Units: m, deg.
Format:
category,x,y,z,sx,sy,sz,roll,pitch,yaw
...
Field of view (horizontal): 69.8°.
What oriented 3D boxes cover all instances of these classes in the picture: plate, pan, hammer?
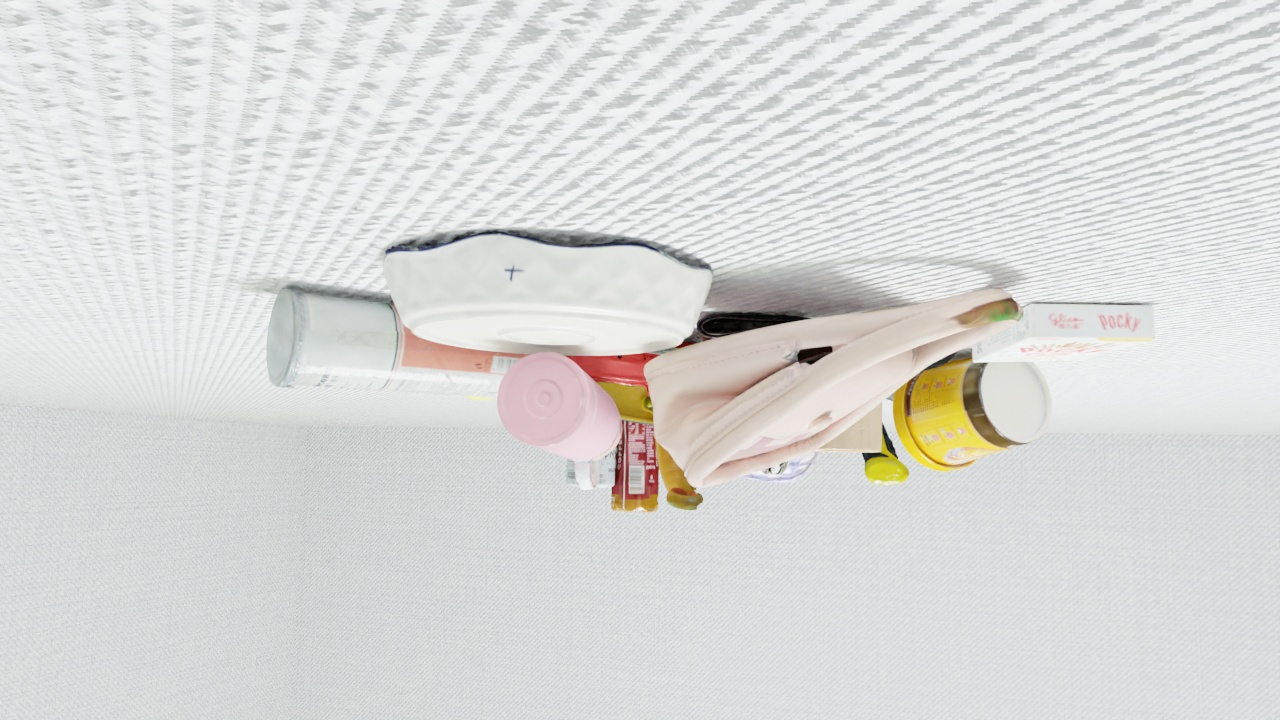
category,x,y,z,sx,sy,sz,roll,pitch,yaw
plate,-0.058,-0.035,0.579,0.205,0.045,0.205,1,174,0
pan,0.021,0.062,0.907,0.197,0.078,0.357,6,-174,-7
hammer,0.267,0.075,1.077,0.126,0.032,0.322,1,-166,9

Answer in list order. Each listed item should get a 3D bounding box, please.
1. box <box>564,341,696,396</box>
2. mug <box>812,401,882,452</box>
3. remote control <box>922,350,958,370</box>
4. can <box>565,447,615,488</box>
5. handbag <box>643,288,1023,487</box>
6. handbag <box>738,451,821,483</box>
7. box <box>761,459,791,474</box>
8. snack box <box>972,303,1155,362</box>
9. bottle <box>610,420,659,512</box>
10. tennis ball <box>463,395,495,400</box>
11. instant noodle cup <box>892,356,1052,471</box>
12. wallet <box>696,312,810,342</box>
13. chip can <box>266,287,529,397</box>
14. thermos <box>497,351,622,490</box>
category,x,y,z,sx,sy,sz,roll,pitch,yaw
box,-0.005,0.000,0.853,0.200,0.058,0.161,6,-177,-28
mug,0.193,0.035,0.869,0.084,0.103,0.124,-2,172,31
remote control,0.264,-0.002,0.878,0.053,0.024,0.136,0,173,-2
can,-0.058,0.077,1.089,0.058,0.146,0.058,2,174,0
handbag,0.140,0.003,0.624,0.235,0.093,0.193,-27,167,35
handbag,0.123,0.069,1.073,0.194,0.133,0.075,1,131,38
box,0.147,0.051,0.912,0.052,0.069,0.163,-9,-151,27
snack box,0.324,-0.019,0.720,0.085,0.027,0.157,1,174,5
bottle,-0.005,0.095,1.114,0.057,0.175,0.057,2,174,0
tennis ball,-0.143,0.004,0.827,0.065,0.065,0.065,1,173,0
instant noodle cup,0.339,0.047,0.933,0.118,0.118,0.115,4,165,-23
wallet,0.097,-0.022,0.772,0.096,0.020,0.122,0,175,6
chip can,-0.170,-0.007,0.712,0.214,0.071,0.071,6,172,-36
thermos,-0.055,0.052,0.710,0.067,0.087,0.198,-1,169,5
